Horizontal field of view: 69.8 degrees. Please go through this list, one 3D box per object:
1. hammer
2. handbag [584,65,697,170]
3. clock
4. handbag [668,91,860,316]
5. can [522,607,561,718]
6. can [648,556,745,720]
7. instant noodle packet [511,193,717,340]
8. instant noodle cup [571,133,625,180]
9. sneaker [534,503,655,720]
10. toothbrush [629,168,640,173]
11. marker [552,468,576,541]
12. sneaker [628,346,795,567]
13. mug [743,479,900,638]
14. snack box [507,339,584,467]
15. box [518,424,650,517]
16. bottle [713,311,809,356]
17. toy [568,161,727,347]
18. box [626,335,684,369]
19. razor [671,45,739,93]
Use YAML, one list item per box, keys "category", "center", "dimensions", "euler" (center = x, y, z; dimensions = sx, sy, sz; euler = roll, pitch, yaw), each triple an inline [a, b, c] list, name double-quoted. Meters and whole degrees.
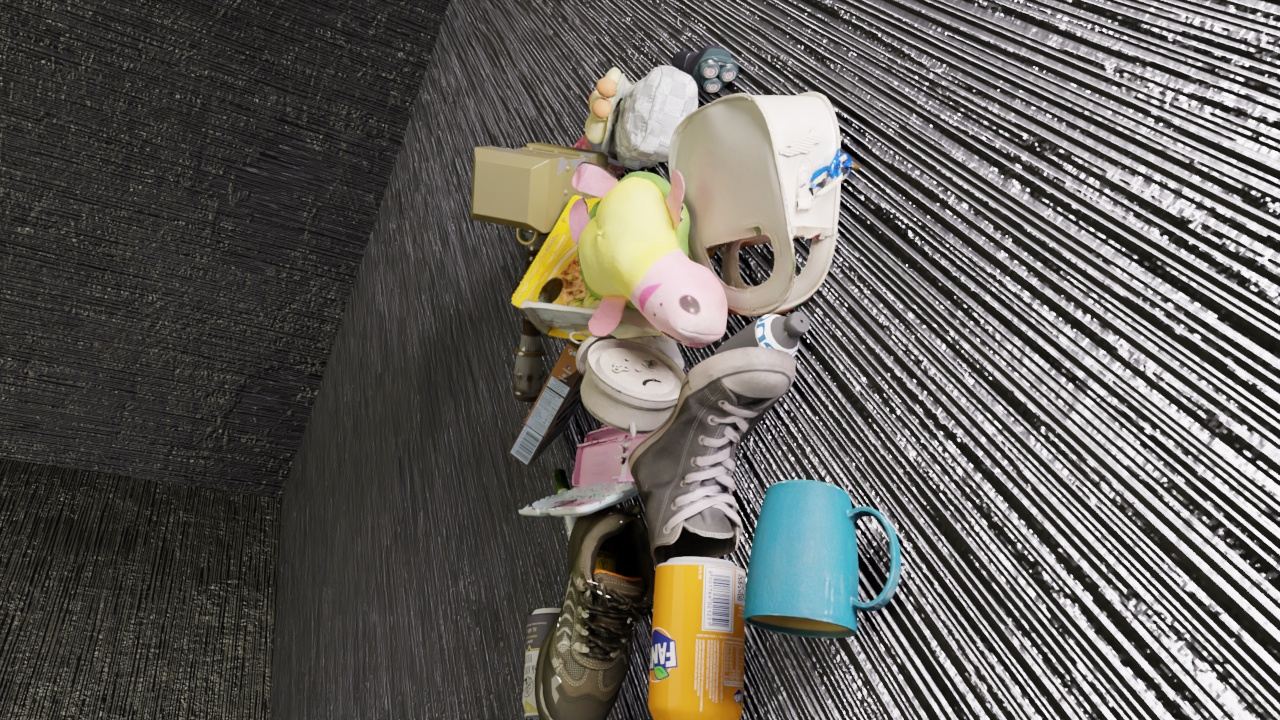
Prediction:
- category: "hammer"
  center: [-0.134, -0.103, 1.170]
  dimensions: [0.101, 0.189, 0.325]
  euler: [14, 110, 21]
- category: "handbag"
  center: [-0.002, -0.292, 1.085]
  dimensions: [0.171, 0.123, 0.112]
  euler: [-145, 72, -74]
- category: "clock"
  center: [-0.024, 0.019, 0.932]
  dimensions: [0.157, 0.103, 0.061]
  euler: [42, 126, 33]
- category: "handbag"
  center: [0.114, -0.141, 0.855]
  dimensions: [0.201, 0.092, 0.199]
  euler: [5, 102, 63]
- category: "can"
  center: [-0.099, 0.348, 1.032]
  dimensions: [0.064, 0.064, 0.127]
  euler: [-37, 46, 52]
- category: "can"
  center: [0.049, 0.243, 0.780]
  dimensions: [0.079, 0.079, 0.142]
  euler: [-29, 53, 56]
- category: "instant noodle packet"
  center: [-0.015, -0.103, 1.011]
  dimensions: [0.222, 0.084, 0.162]
  euler: [7, 61, 43]
- category: "instant noodle cup"
  center: [-0.075, -0.254, 1.257]
  dimensions: [0.109, 0.097, 0.097]
  euler: [-44, 40, 35]
- category: "sneaker"
  center: [-0.026, 0.251, 0.901]
  dimensions: [0.143, 0.101, 0.237]
  euler: [143, 141, -61]
- category: "toothbrush"
  center: [-0.014, -0.295, 1.232]
  dimensions: [0.016, 0.018, 0.182]
  euler: [98, 168, -54]
- category: "marker"
  center: [-0.089, 0.191, 1.143]
  dimensions: [0.017, 0.017, 0.146]
  euler: [-60, 31, 28]
- category: "sneaker"
  center: [0.067, 0.088, 0.808]
  dimensions: [0.235, 0.095, 0.119]
  euler: [-49, 39, 38]
- category: "mug"
  center: [0.135, 0.145, 0.676]
  dimensions: [0.112, 0.084, 0.104]
  euler: [-8, 61, 32]
- category: "snack box"
  center: [-0.095, 0.039, 1.150]
  dimensions: [0.186, 0.031, 0.100]
  euler: [-59, -7, 31]
- category: "box"
  center: [-0.044, 0.132, 1.014]
  dimensions: [0.149, 0.073, 0.202]
  euler: [-52, 14, -23]
- category: "bottle"
  center: [0.109, -0.012, 0.823]
  dimensions: [0.113, 0.047, 0.047]
  euler: [-36, 46, 51]
- category: "toy"
  center: [0.000, -0.107, 0.908]
  dimensions: [0.238, 0.087, 0.190]
  euler: [47, 119, 31]
- category: "box"
  center: [-0.014, 0.004, 1.026]
  dimensions: [0.103, 0.076, 0.107]
  euler: [-60, 29, 27]
- category: "razor"
  center: [0.069, -0.345, 1.071]
  dimensions: [0.143, 0.047, 0.052]
  euler: [-126, 44, -61]
